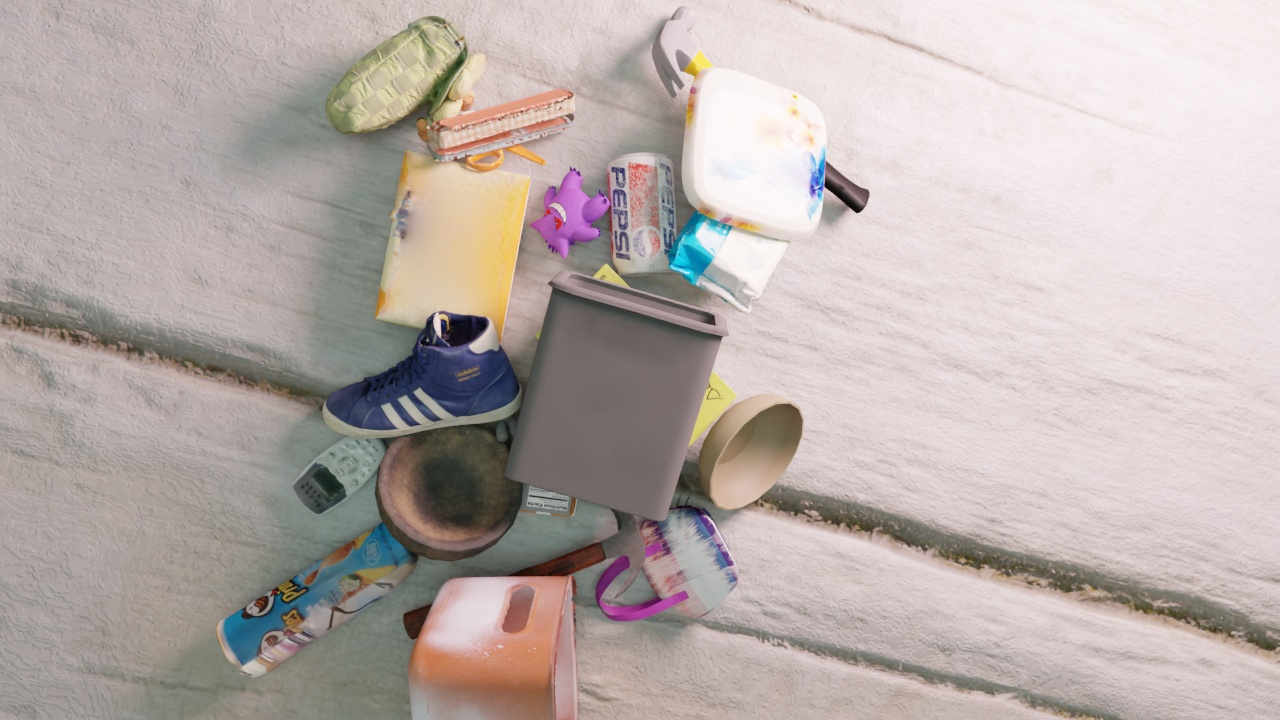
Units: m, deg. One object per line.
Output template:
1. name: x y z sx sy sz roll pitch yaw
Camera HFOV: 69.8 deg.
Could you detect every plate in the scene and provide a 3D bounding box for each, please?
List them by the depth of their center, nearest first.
1. plate: 0.136 -0.237 1.042 0.186 0.016 0.186 12 76 -23

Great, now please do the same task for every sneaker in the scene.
1. sneaker: -0.255 0.010 1.007 0.233 0.091 0.119 -2 131 7

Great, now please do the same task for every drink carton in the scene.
1. drink carton: -0.107 0.119 1.088 0.076 0.048 0.125 9 91 -7

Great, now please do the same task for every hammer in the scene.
1. hammer: -0.137 0.261 1.080 0.301 0.028 0.111 -22 80 2
2. hammer: 0.147 -0.285 1.093 0.323 0.029 0.126 37 50 -10

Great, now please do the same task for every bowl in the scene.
1. bowl: -0.219 0.153 1.037 0.162 0.070 0.162 11 54 -16
2. bowl: 0.123 0.101 1.088 0.152 0.050 0.153 -26 135 -29

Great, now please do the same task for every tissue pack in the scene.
1. tissue pack: 0.115 -0.152 1.066 0.117 0.066 0.208 34 60 -8

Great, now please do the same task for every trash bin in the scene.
1. trash bin: -0.028 0.037 0.990 0.192 0.097 0.220 16 104 -1
2. trash bin: -0.152 0.376 0.996 0.157 0.181 0.260 1 109 2

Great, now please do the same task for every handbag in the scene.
1. handbag: -0.259 -0.303 1.035 0.186 0.113 0.117 -36 109 -2
2. handbag: 0.025 0.255 1.107 0.170 0.068 0.144 -28 94 1

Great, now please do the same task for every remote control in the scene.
1. remote control: -0.347 0.128 1.069 0.114 0.028 0.060 -39 95 -4

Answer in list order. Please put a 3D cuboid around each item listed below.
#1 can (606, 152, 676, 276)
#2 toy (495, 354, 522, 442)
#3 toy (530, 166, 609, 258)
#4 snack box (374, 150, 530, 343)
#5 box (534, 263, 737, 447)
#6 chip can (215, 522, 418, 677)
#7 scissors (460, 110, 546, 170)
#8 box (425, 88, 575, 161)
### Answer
1. can: 0.002 -0.169 1.078 0.078 0.078 0.136 -3 92 -7
2. toy: -0.165 0.043 1.075 0.049 0.030 0.111 -17 62 -6
3. toy: -0.082 -0.168 1.079 0.088 0.056 0.106 -44 60 -1
4. snack box: -0.214 -0.128 1.051 0.145 0.080 0.195 10 90 -7
5. box: -0.006 0.006 1.082 0.124 0.082 0.221 -43 94 -4
6. chip can: -0.362 0.270 1.050 0.229 0.080 0.080 -32 95 -5
7. scissors: -0.163 -0.255 1.060 0.130 0.011 0.125 36 49 16
8. box: -0.154 -0.272 1.036 0.186 0.058 0.060 -25 91 -30
